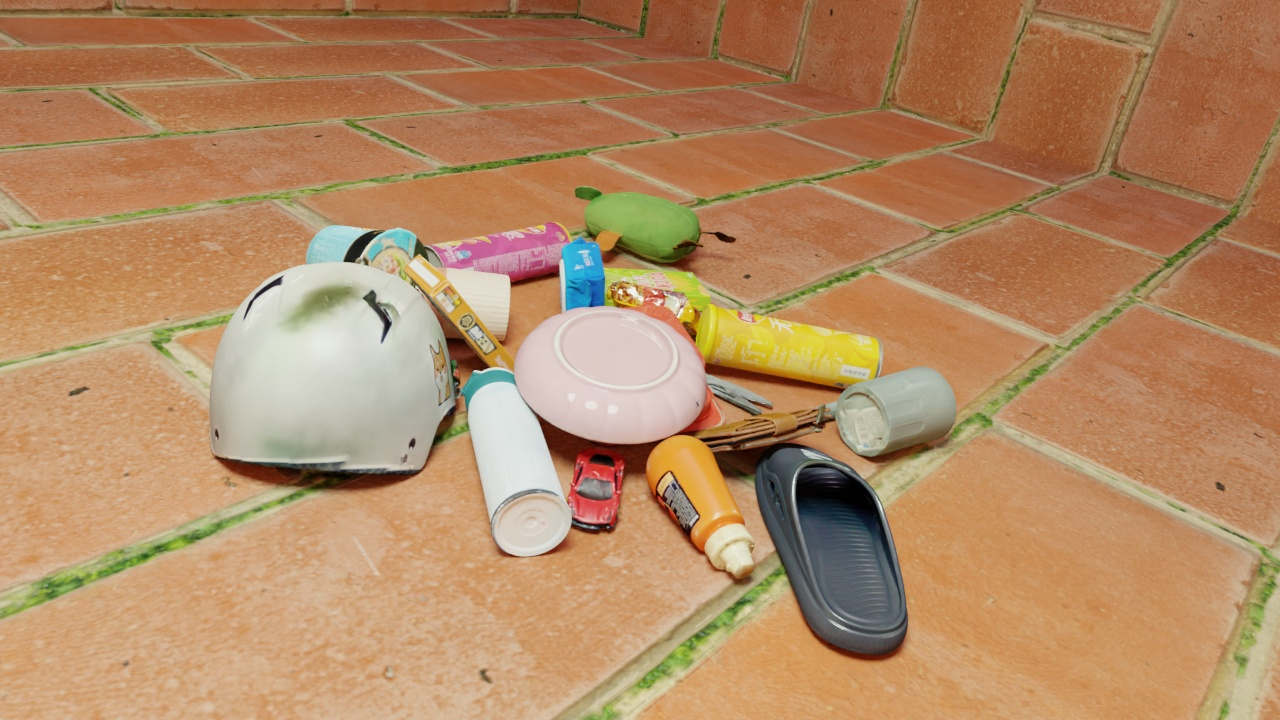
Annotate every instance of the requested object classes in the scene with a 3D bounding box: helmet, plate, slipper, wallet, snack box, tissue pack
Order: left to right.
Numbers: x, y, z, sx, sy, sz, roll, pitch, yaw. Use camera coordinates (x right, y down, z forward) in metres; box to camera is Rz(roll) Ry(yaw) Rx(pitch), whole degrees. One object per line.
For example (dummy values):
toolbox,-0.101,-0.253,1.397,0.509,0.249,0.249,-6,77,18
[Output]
helmet,-0.286,-0.014,0.865,0.230,0.157,0.273,8,27,-5
snack box,-0.188,-0.042,0.976,0.026,0.154,0.075,-43,45,-9
tissue pack,-0.074,-0.088,1.143,0.052,0.095,0.157,-1,28,-7
plate,-0.026,0.002,0.893,0.192,0.039,0.192,7,39,-6
snack box,0.010,-0.097,1.261,0.156,0.026,0.085,1,29,-17
wallet,0.116,0.072,0.914,0.130,0.035,0.119,-10,-7,-34
slipper,0.175,0.137,0.809,0.110,0.083,0.267,8,28,-8

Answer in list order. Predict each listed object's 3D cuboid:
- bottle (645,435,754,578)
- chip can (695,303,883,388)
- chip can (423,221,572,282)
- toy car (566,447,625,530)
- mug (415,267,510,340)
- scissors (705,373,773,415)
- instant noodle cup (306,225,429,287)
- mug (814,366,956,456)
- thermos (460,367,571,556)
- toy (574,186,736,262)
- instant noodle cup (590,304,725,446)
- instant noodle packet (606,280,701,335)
bottle,0.058,0.132,0.809,0.066,0.067,0.149,-5,38,-26
chip can,0.175,-0.013,1.090,0.213,0.072,0.072,10,27,-6
chip can,-0.191,-0.135,1.217,0.210,0.071,0.071,-18,38,-41
toy car,-0.040,0.115,0.836,0.049,0.031,0.106,9,29,1
mug,-0.213,-0.065,1.083,0.106,0.081,0.115,4,-2,-14
scissors,0.044,0.017,1.067,0.205,0.015,0.201,1,29,-19
instant noodle cup,-0.336,-0.115,1.106,0.120,0.111,0.111,19,28,32
mug,0.265,0.055,1.011,0.103,0.083,0.124,-11,7,-33
thermos,-0.117,0.081,0.839,0.073,0.073,0.224,0,29,-18
toy,0.014,-0.202,1.395,0.247,0.090,0.226,22,29,30
instant noodle cup,-0.006,0.006,0.991,0.164,0.079,0.188,-7,42,-23
instant noodle packet,0.024,-0.065,1.142,0.111,0.044,0.128,19,-2,14
